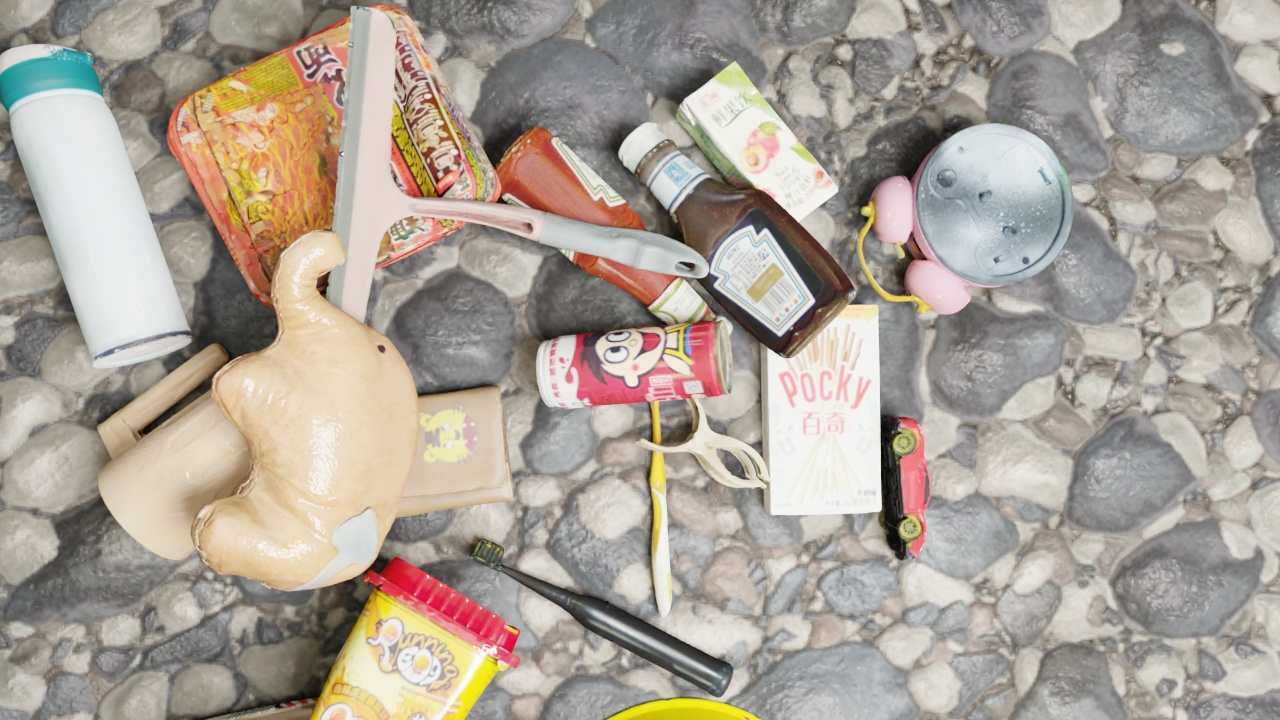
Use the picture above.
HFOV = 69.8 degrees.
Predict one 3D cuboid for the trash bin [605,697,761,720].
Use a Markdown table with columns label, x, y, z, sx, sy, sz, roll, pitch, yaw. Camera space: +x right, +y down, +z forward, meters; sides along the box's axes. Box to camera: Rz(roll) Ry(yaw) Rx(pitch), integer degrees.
| label | x | y | z | sx | sy | sz | roll | pitch | yaw |
| --- | --- | --- | --- | --- | --- | --- | --- | --- | --- |
| trash bin | 0.040 | 0.364 | 0.564 | 0.229 | 0.255 | 0.229 | 0 | 88 | -4 |

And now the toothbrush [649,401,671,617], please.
| label | x | y | z | sx | sy | sz | roll | pitch | yaw |
| --- | --- | --- | --- | --- | --- | --- | --- | --- | --- |
| toothbrush | 0.010 | 0.096 | 0.685 | 0.018 | 0.016 | 0.191 | -2 | 89 | -29 |

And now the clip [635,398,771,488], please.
| label | x | y | z | sx | sy | sz | roll | pitch | yaw |
| --- | --- | --- | --- | --- | --- | --- | --- | --- | --- |
| clip | 0.050 | 0.066 | 0.674 | 0.097 | 0.034 | 0.061 | 35 | 77 | -8 |

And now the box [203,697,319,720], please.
| label | x | y | z | sx | sy | sz | roll | pitch | yaw |
| --- | --- | --- | --- | --- | --- | --- | --- | --- | --- |
| box | -0.286 | 0.286 | 0.657 | 0.163 | 0.080 | 0.075 | -13 | 121 | -5 |

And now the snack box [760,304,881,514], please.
| label | x | y | z | sx | sy | sz | roll | pitch | yaw |
| --- | --- | --- | --- | --- | --- | --- | --- | --- | --- |
| snack box | 0.135 | 0.036 | 0.689 | 0.084 | 0.027 | 0.157 | -1 | 90 | -3 |

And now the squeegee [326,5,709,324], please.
| label | x | y | z | sx | sy | sz | roll | pitch | yaw |
| --- | --- | --- | --- | --- | --- | --- | --- | --- | --- |
| squeegee | -0.074 | -0.087 | 0.610 | 0.249 | 0.040 | 0.248 | 9 | 124 | -15 |

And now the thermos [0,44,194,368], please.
| label | x | y | z | sx | sy | sz | roll | pitch | yaw |
| --- | --- | --- | --- | --- | --- | --- | --- | --- | --- |
| thermos | -0.387 | -0.109 | 0.644 | 0.073 | 0.073 | 0.224 | -20 | 90 | -4 |

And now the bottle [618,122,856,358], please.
| label | x | y | z | sx | sy | sz | roll | pitch | yaw |
| --- | --- | --- | --- | --- | --- | --- | --- | --- | --- |
| bottle | 0.062 | -0.092 | 0.655 | 0.195 | 0.044 | 0.080 | 46 | 116 | 9 |

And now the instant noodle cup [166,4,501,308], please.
| label | x | y | z | sx | sy | sz | roll | pitch | yaw |
| --- | --- | --- | --- | --- | --- | --- | --- | --- | --- |
| instant noodle cup | -0.211 | -0.136 | 0.646 | 0.188 | 0.079 | 0.164 | -27 | 90 | -5 |

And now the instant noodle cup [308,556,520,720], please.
| label | x | y | z | sx | sy | sz | roll | pitch | yaw |
| --- | --- | --- | --- | --- | --- | --- | --- | --- | --- |
| instant noodle cup | -0.156 | 0.211 | 0.615 | 0.116 | 0.116 | 0.123 | 31 | 72 | -2 |

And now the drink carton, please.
| label | x | y | z | sx | sy | sz | roll | pitch | yaw |
| --- | --- | --- | --- | --- | --- | --- | --- | --- | --- |
| drink carton | 0.084 | -0.154 | 0.680 | 0.053 | 0.045 | 0.122 | -41 | 92 | -9 |

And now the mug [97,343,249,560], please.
| label | x | y | z | sx | sy | sz | roll | pitch | yaw |
| --- | --- | --- | --- | --- | --- | --- | --- | --- | --- |
| mug | -0.313 | 0.059 | 0.645 | 0.103 | 0.084 | 0.124 | -38 | 65 | -5 |

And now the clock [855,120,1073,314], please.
| label | x | y | z | sx | sy | sz | roll | pitch | yaw |
| --- | --- | --- | --- | --- | --- | --- | --- | --- | --- |
| clock | 0.235 | -0.101 | 0.681 | 0.158 | 0.060 | 0.117 | -31 | 92 | -5 |

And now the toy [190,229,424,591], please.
| label | x | y | z | sx | sy | sz | roll | pitch | yaw |
| --- | --- | --- | --- | --- | --- | --- | --- | --- | --- |
| toy | -0.204 | 0.034 | 0.591 | 0.083 | 0.143 | 0.226 | 5 | 87 | 35 |

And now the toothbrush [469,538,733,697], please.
| label | x | y | z | sx | sy | sz | roll | pitch | yaw |
| --- | --- | --- | --- | --- | --- | --- | --- | --- | --- |
| toothbrush | -0.030 | 0.188 | 0.678 | 0.212 | 0.026 | 0.027 | 29 | 96 | -2 |

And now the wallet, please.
| label | x | y | z | sx | sy | sz | roll | pitch | yaw |
| --- | --- | --- | --- | --- | --- | --- | --- | --- | --- |
| wallet | -0.154 | 0.068 | 0.671 | 0.115 | 0.033 | 0.090 | -7 | 89 | -7 |

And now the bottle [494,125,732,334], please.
| label | x | y | z | sx | sy | sz | roll | pitch | yaw |
| --- | --- | --- | --- | --- | --- | --- | --- | --- | --- |
| bottle | -0.017 | -0.081 | 0.669 | 0.206 | 0.060 | 0.059 | 42 | 87 | -8 |

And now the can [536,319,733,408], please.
| label | x | y | z | sx | sy | sz | roll | pitch | yaw |
| --- | --- | --- | --- | --- | --- | --- | --- | --- | --- |
| can | -0.004 | 0.004 | 0.651 | 0.133 | 0.053 | 0.053 | -5 | 89 | 15 |

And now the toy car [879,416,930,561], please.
| label | x | y | z | sx | sy | sz | roll | pitch | yaw |
| --- | --- | --- | --- | --- | --- | --- | --- | --- | --- |
| toy car | 0.196 | 0.095 | 0.680 | 0.031 | 0.049 | 0.106 | -1 | 88 | -2 |
